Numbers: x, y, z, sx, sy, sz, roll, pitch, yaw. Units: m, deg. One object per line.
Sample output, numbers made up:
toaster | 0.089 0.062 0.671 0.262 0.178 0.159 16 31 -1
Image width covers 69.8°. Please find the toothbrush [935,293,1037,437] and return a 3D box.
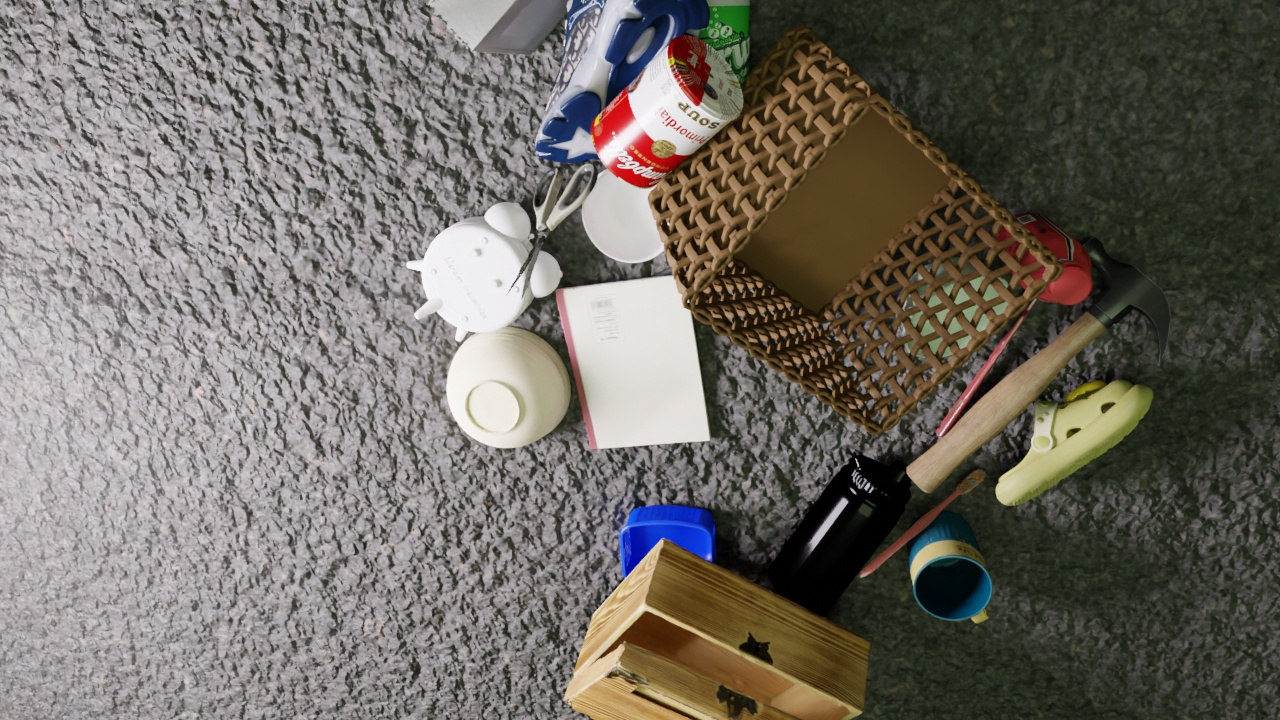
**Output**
toothbrush | 0.375 0.005 0.999 0.016 0.016 0.190 33 114 15

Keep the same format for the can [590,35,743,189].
can | 0.023 -0.224 0.834 0.086 0.086 0.117 48 132 -9

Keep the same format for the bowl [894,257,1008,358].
bowl | 0.314 -0.063 0.950 0.117 0.061 0.118 -12 139 -11

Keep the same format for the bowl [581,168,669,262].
bowl | -0.007 -0.161 0.985 0.105 0.054 0.105 3 109 8

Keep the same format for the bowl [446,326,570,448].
bowl | -0.163 0.042 1.078 0.151 0.075 0.151 3 111 8

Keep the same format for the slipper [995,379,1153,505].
slipper | 0.453 0.079 0.988 0.191 0.091 0.081 -41 60 12

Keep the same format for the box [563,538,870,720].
box | 0.078 0.374 1.071 0.279 0.167 0.246 26 139 -7

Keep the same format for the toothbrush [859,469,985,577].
toothbrush | 0.319 0.186 1.042 0.184 0.015 0.015 -41 77 0

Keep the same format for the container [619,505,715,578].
container | 0.037 0.225 1.119 0.114 0.058 0.096 0 110 10

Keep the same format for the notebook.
notebook | -0.006 0.006 1.063 0.153 0.012 0.209 -5 114 12

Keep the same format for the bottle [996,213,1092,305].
bottle | 0.386 -0.094 0.873 0.062 0.176 0.062 3 111 9

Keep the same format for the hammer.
hammer | 0.403 0.029 0.951 0.306 0.040 0.132 -47 67 17

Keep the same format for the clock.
clock | -0.178 -0.096 1.029 0.161 0.072 0.125 -28 103 18

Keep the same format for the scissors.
scissors | -0.094 -0.144 0.961 0.155 0.162 0.012 -31 135 28

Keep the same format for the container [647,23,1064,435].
container | 0.180 -0.120 0.839 0.251 0.213 0.220 31 114 -26

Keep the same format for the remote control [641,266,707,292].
remote control | 0.036 -0.085 1.029 0.125 0.009 0.046 -23 105 18

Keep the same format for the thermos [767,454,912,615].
thermos | 0.235 0.192 1.057 0.086 0.086 0.199 29 112 -2

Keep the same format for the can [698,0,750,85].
can | 0.063 -0.294 0.903 0.088 0.087 0.140 2 111 9

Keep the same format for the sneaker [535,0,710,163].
sneaker | -0.037 -0.306 0.896 0.270 0.103 0.132 -44 55 52

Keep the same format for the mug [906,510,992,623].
mug | 0.355 0.242 1.043 0.083 0.107 0.113 -35 101 18

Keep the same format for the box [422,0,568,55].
box | -0.166 -0.371 0.729 0.167 0.477 0.119 -42 72 20
